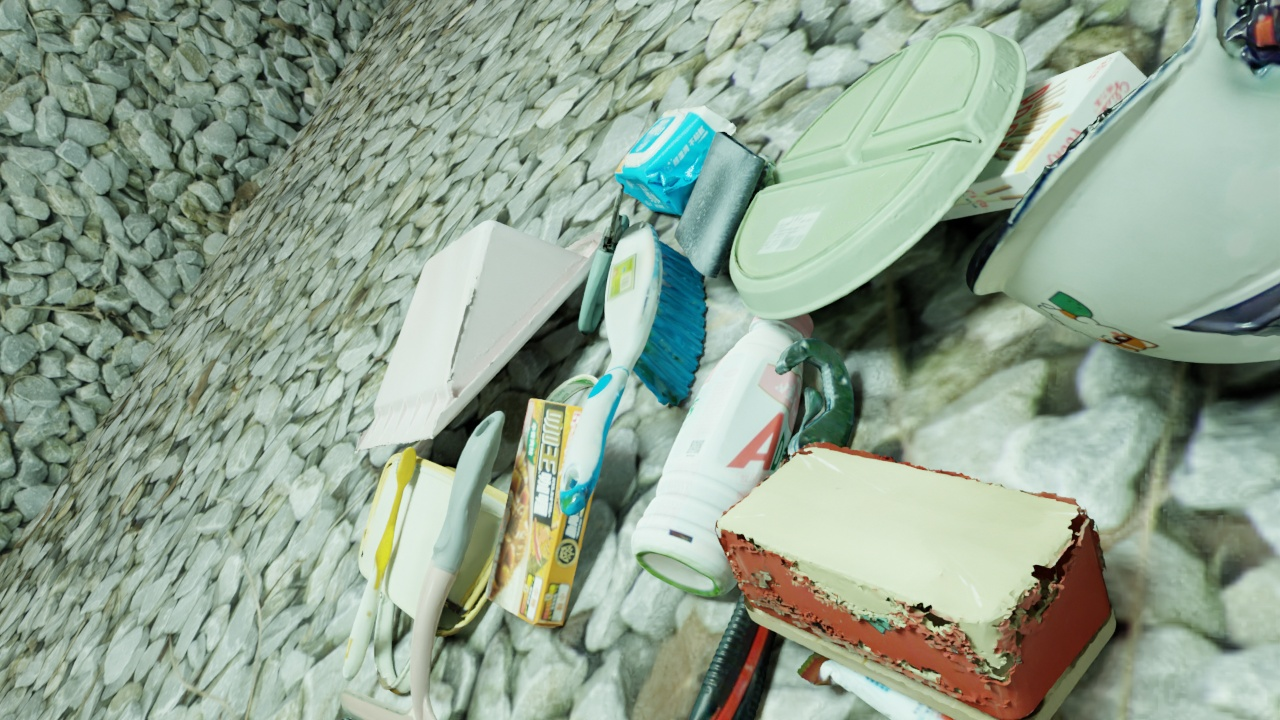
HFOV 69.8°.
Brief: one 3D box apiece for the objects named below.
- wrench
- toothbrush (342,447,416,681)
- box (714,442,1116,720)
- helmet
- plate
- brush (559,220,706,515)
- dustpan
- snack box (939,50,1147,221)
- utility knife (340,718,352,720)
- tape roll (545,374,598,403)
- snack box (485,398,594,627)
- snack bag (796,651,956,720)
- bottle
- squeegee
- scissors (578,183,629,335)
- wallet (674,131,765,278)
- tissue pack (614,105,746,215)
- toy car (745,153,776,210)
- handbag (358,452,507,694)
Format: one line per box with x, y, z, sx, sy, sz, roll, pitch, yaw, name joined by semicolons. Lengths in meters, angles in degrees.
0.074;0.110;0.519;0.016;0.056;0.272;-38;29;64;wrench
-0.213;0.163;0.747;0.018;0.016;0.191;-1;73;62;toothbrush
0.116;0.092;0.427;0.091;0.080;0.169;-36;24;-27;box
0.278;-0.096;0.360;0.157;0.230;0.274;40;93;18;helmet
0.139;-0.124;0.588;0.231;0.027;0.229;-45;19;20;plate
-0.004;0.004;0.661;0.061;0.109;0.313;-24;40;26;brush
-0.136;-0.019;0.865;0.223;0.138;0.273;-10;62;58;dustpan
0.220;-0.127;0.552;0.084;0.027;0.157;-51;9;-3;snack box
-0.205;0.327;0.657;0.033;0.015;0.195;-52;32;2;utility knife
-0.061;0.051;0.772;0.086;0.014;0.085;-31;37;27;tape roll
-0.068;0.107;0.665;0.075;0.026;0.153;6;81;52;snack box
0.123;0.153;0.429;0.048;0.026;0.104;-46;29;-20;snack bag
0.061;0.047;0.581;0.068;0.068;0.196;-7;48;47;bottle
-0.134;0.154;0.642;0.248;0.040;0.249;-1;74;46;squeegee
-0.021;-0.108;0.798;0.131;0.019;0.186;-69;-1;-48;scissors
0.060;-0.127;0.730;0.120;0.019;0.097;-113;43;-65;wallet
0.031;-0.185;0.840;0.090;0.063;0.140;-49;19;0;tissue pack
0.087;-0.144;0.760;0.043;0.034;0.090;-53;17;-4;toy car
-0.179;0.176;0.757;0.164;0.063;0.178;9;78;54;handbag
